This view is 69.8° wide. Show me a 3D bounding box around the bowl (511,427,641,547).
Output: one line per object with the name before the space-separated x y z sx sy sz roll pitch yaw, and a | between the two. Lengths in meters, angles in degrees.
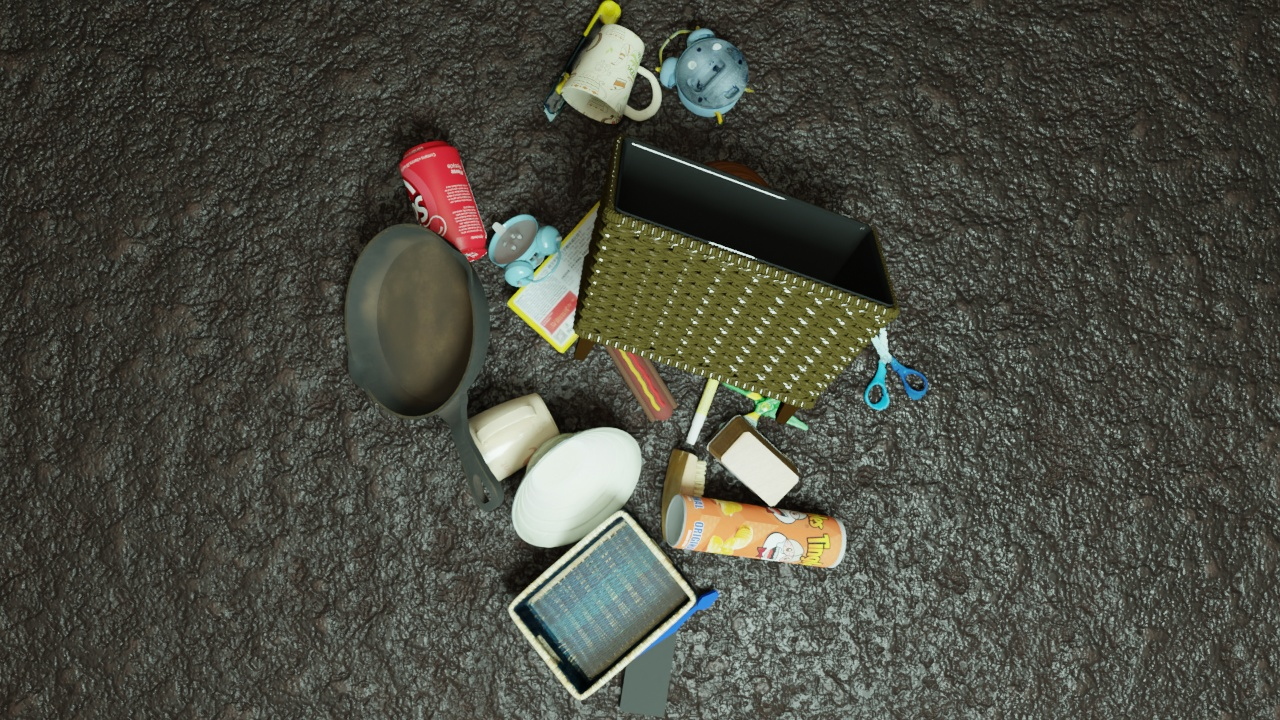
bowl | -0.087 0.139 1.107 0.176 0.176 0.058 -44 49 -2

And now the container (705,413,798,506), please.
container | 0.141 0.126 1.124 0.114 0.061 0.063 43 94 -6

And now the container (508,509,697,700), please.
container | -0.043 0.291 1.110 0.187 0.071 0.145 -41 80 -1

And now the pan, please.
pan | -0.233 0.010 1.069 0.249 0.043 0.356 -37 73 32

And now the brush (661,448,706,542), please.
brush | 0.054 0.170 1.136 0.039 0.049 0.117 9 87 -23

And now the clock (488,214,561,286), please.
clock | -0.139 -0.133 1.114 0.087 0.042 0.123 -49 47 -2

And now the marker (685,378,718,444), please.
marker | 0.086 0.043 1.156 0.014 0.014 0.132 21 88 0

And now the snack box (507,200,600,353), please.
snack box | -0.066 -0.113 1.143 0.092 0.042 0.200 42 89 0

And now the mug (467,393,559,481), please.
mug | -0.156 0.086 1.104 0.104 0.111 0.085 -28 75 -10

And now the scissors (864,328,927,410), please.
scissors | 0.322 -0.007 1.164 0.086 0.015 0.135 -6 84 3

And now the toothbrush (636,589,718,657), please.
toothbrush | 0.021 0.343 1.133 0.186 0.011 0.016 -37 88 -3

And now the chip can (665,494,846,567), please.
chip can | 0.139 0.206 1.101 0.210 0.062 0.062 11 88 -17

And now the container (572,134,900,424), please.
container | 0.085 -0.077 1.030 0.321 0.176 0.206 18 128 -11

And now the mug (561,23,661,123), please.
mug | -0.024 -0.348 1.141 0.122 0.081 0.097 27 83 -23

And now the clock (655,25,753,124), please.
clock | 0.078 -0.360 1.147 0.124 0.051 0.089 44 90 1

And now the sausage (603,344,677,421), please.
sausage | -0.007 0.007 1.143 0.040 0.040 0.155 -31 89 -2

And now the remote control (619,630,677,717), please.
remote control | 0.011 0.374 1.147 0.058 0.013 0.133 10 88 -1

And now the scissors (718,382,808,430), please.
scissors | 0.153 0.066 1.157 0.128 0.012 0.119 29 91 0

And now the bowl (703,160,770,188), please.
bowl | 0.111 -0.177 1.115 0.147 0.069 0.147 1 87 -17

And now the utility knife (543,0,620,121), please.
utility knife | -0.076 -0.379 1.162 0.029 0.020 0.171 30 89 2

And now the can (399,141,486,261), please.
can | -0.241 -0.191 1.126 0.074 0.074 0.142 -19 89 -1
